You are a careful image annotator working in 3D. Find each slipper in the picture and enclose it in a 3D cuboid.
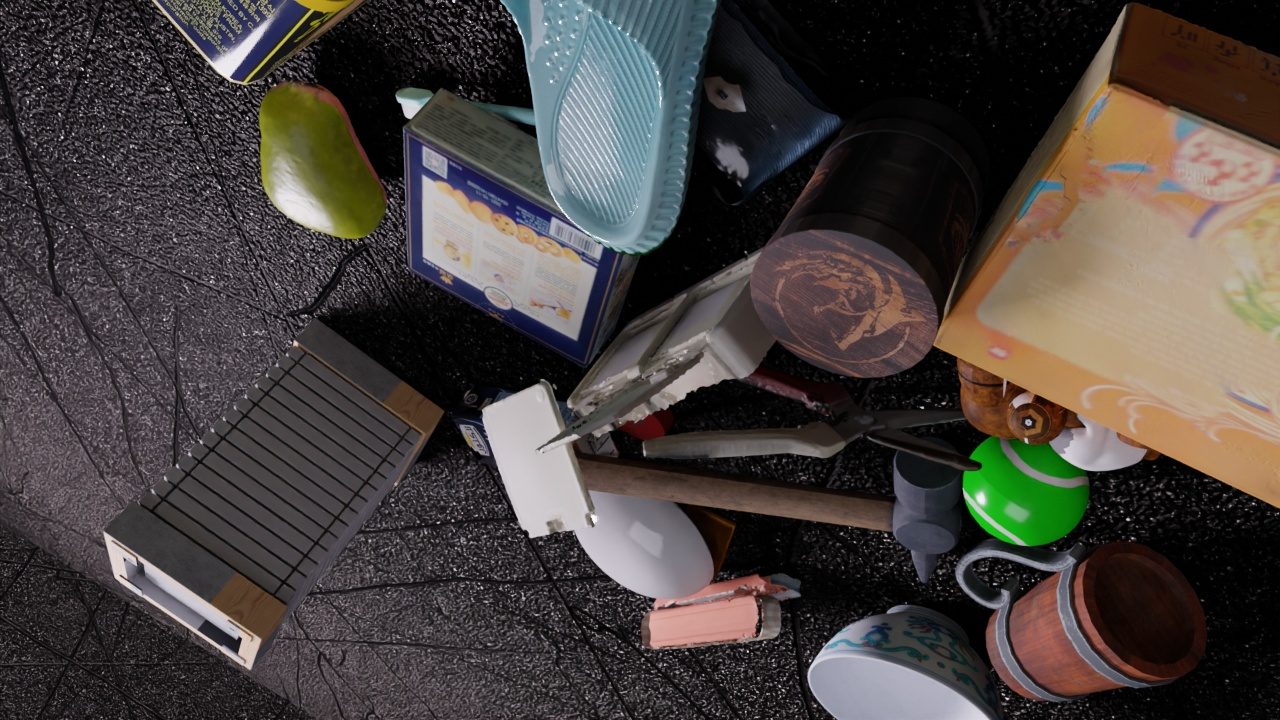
[{"bbox_3d":[-0.020,-0.159,0.388,0.116,0.069,0.277,27,135,25],"label":"slipper"}]

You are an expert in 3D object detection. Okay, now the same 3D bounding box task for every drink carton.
[{"bbox_3d":[-0.088,0.062,0.754,0.130,0.040,0.064,8,136,31],"label":"drink carton"}]

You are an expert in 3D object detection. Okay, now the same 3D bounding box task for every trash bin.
[{"bbox_3d":[-0.319,0.118,0.819,0.142,0.246,0.143,36,144,-4],"label":"trash bin"}]

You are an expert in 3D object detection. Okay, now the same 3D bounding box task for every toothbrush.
[{"bbox_3d":[-0.068,-0.139,0.528,0.181,0.016,0.017,14,138,25],"label":"toothbrush"}]

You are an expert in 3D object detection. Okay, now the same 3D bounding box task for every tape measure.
[{"bbox_3d":[-0.004,0.038,0.681,0.051,0.019,0.059,41,150,-14],"label":"tape measure"}]

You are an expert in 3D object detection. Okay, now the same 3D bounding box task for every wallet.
[{"bbox_3d":[0.036,-0.136,0.443,0.115,0.026,0.089,44,143,-11],"label":"wallet"}]

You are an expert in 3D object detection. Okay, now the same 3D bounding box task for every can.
[{"bbox_3d":[-0.147,-0.200,0.420,0.105,0.134,0.075,-12,125,48],"label":"can"}]

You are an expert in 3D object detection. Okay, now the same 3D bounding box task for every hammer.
[{"bbox_3d":[0.057,0.092,0.649,0.322,0.040,0.129,5,140,21],"label":"hammer"}]

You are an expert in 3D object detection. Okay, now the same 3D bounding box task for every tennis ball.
[{"bbox_3d":[0.215,0.071,0.513,0.065,0.065,0.065,21,142,17],"label":"tennis ball"}]

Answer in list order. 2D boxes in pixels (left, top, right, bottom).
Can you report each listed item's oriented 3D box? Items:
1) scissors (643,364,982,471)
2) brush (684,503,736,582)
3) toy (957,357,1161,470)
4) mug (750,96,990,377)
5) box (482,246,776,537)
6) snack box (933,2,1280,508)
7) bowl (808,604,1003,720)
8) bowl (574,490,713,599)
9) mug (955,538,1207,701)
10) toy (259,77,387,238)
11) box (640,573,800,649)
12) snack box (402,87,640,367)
[{"bbox_3d":[0.089,0.034,0.539,0.198,0.179,0.015,36,138,46],"label":"scissors"},{"bbox_3d":[0.050,0.168,0.791,0.048,0.017,0.127,24,143,12],"label":"brush"},{"bbox_3d":[0.211,0.018,0.447,0.113,0.087,0.067,8,110,18],"label":"toy"},{"bbox_3d":[0.104,-0.047,0.426,0.080,0.107,0.116,25,143,11],"label":"mug"},{"bbox_3d":[-0.004,0.002,0.506,0.080,0.179,0.144,49,137,-13],"label":"box"},{"bbox_3d":[0.242,-0.033,0.360,0.195,0.080,0.145,27,144,9],"label":"snack box"},{"bbox_3d":[0.209,0.237,0.701,0.144,0.074,0.144,21,142,17],"label":"bowl"},{"bbox_3d":[-0.011,0.154,0.778,0.149,0.043,0.150,29,144,24],"label":"bowl"},{"bbox_3d":[0.263,0.155,0.575,0.117,0.081,0.111,46,150,13],"label":"mug"},{"bbox_3d":[-0.217,-0.134,0.617,0.090,0.051,0.110,20,139,14],"label":"toy"},{"bbox_3d":[0.067,0.225,0.807,0.188,0.067,0.056,-31,73,53],"label":"box"},{"bbox_3d":[-0.075,-0.075,0.570,0.144,0.042,0.145,29,150,3],"label":"snack box"}]
